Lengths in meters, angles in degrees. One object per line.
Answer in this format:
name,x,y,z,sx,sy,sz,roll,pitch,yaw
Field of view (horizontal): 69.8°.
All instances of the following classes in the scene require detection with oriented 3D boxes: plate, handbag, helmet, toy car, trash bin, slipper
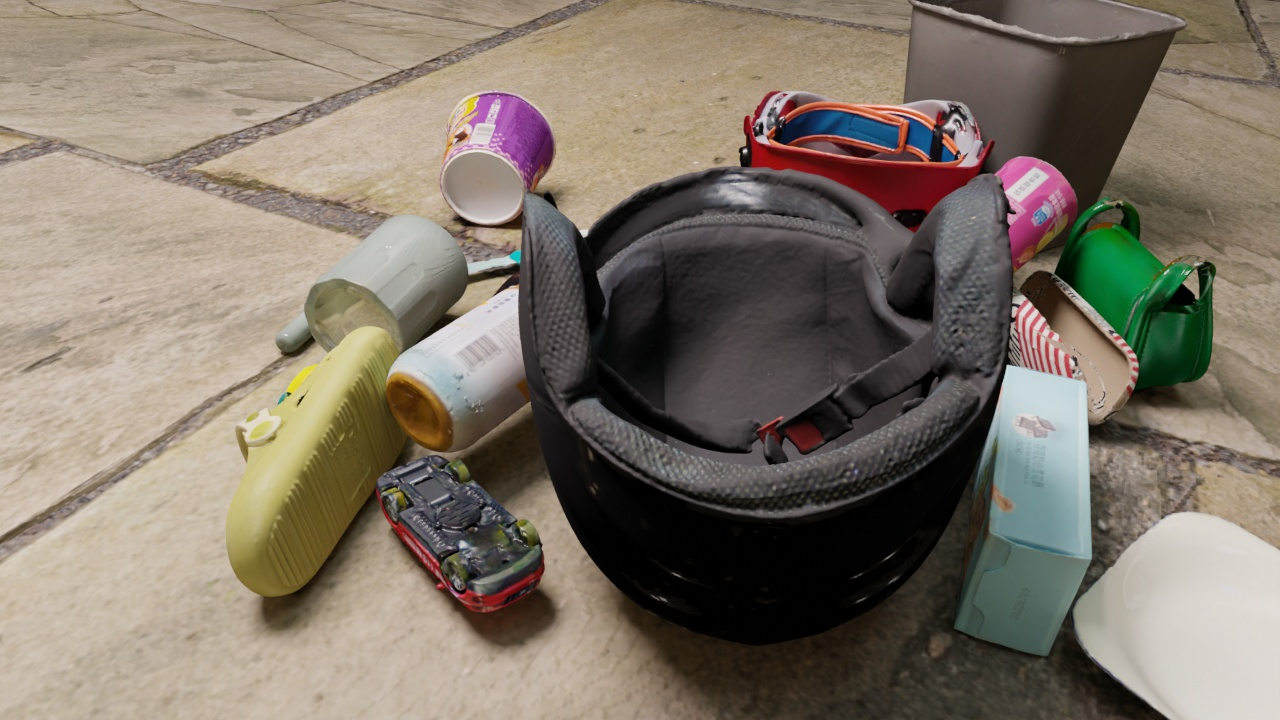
plate,0.314,0.154,0.459,0.163,0.034,0.164,-23,42,-34
handbag,0.374,-0.047,0.696,0.068,0.120,0.131,-4,35,0
helmet,0.058,0.007,0.483,0.233,0.231,0.274,1,35,3
helmet,0.187,-0.143,0.798,0.207,0.144,0.239,8,29,10
toy car,-0.099,0.096,0.504,0.052,0.045,0.120,-23,36,-32
trash bin,0.360,-0.235,0.889,0.198,0.220,0.198,-17,39,-28
slipper,-0.197,0.049,0.531,0.081,0.092,0.190,5,37,7

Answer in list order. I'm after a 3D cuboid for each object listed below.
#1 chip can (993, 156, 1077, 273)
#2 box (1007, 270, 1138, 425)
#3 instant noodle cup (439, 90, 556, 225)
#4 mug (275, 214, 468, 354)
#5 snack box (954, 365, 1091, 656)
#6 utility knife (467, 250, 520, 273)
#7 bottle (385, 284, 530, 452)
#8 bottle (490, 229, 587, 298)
chip can,0.231,-0.066,0.687,0.210,0.071,0.071,-39,47,-15
box,0.317,-0.012,0.688,0.081,0.075,0.163,-11,31,0
instant noodle cup,-0.143,-0.190,0.891,0.111,0.112,0.099,4,43,2
mug,-0.206,-0.046,0.695,0.124,0.084,0.103,-13,27,26
snack box,0.222,0.079,0.531,0.052,0.074,0.174,14,34,17
utility knife,-0.080,-0.096,0.828,0.221,0.013,0.029,-13,38,-27
bottle,-0.074,-0.013,0.590,0.068,0.068,0.189,24,43,28
bottle,-0.071,-0.051,0.734,0.080,0.044,0.194,6,32,13
